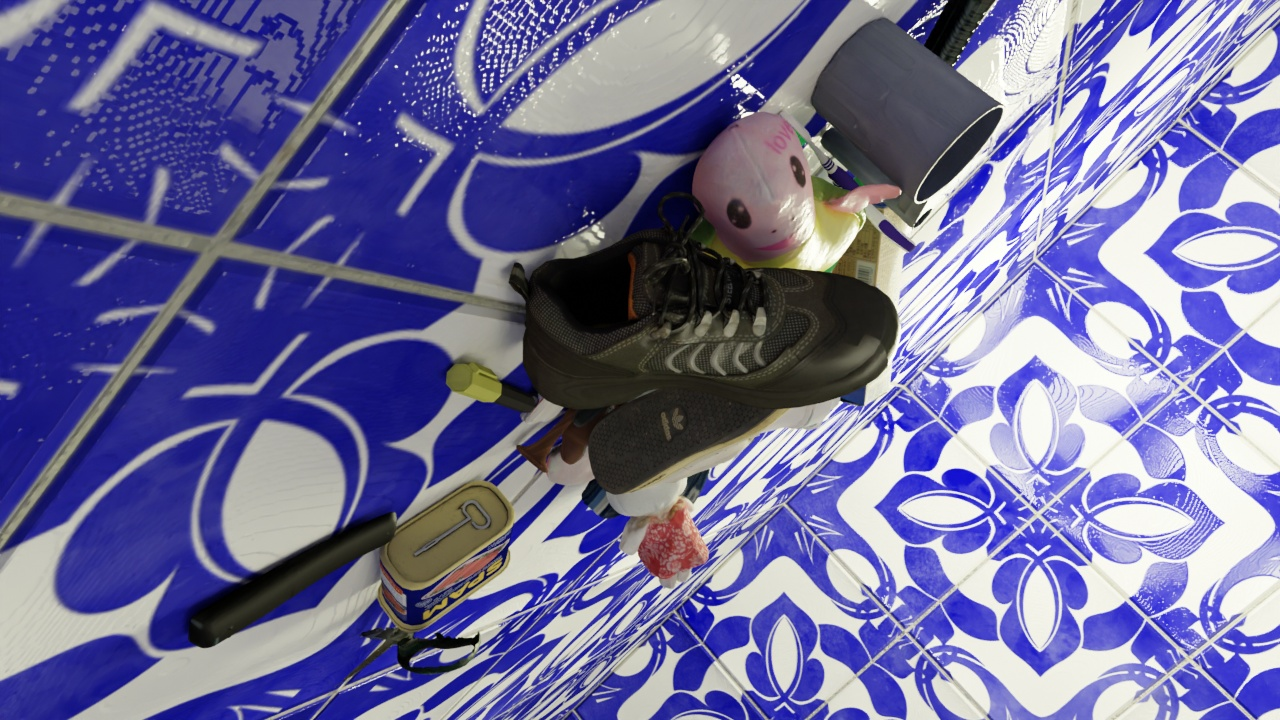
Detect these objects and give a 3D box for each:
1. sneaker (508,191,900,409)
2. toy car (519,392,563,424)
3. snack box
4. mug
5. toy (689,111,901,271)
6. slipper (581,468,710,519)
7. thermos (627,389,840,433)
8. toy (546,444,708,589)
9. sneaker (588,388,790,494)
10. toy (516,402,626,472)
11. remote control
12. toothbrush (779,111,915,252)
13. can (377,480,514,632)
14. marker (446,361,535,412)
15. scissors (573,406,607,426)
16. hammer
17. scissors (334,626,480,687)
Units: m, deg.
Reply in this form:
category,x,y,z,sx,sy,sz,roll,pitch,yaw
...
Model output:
category,x,y,z,sx,sy,sz,roll,pitch,yaw
sneaker,0.034,-0.045,0.545,0.238,0.100,0.143,-4,145,7
toy car,-0.042,0.011,0.689,0.113,0.039,0.039,-50,162,20
snack box,0.219,-0.060,0.908,0.056,0.057,0.207,-24,123,-42
mug,0.183,-0.166,0.659,0.083,0.104,0.124,-37,162,-20
toy,0.092,-0.092,0.664,0.190,0.087,0.238,-23,160,13
slipper,0.038,0.118,1.029,0.105,0.095,0.252,-50,164,28
thermos,0.086,0.035,0.861,0.220,0.099,0.100,-13,151,-23
toy,0.008,0.133,0.891,0.158,0.194,0.084,-34,-162,-31
sneaker,0.069,0.035,0.707,0.102,0.088,0.242,10,143,-46
toy,-0.051,0.055,0.774,0.101,0.041,0.055,-48,141,-12
remote control,-0.232,0.148,0.628,0.151,0.020,0.041,-29,159,-42
toothbrush,0.156,-0.128,0.687,0.016,0.015,0.186,-46,129,14
can,-0.159,0.160,0.755,0.116,0.056,0.092,-33,159,-30
marker,-0.097,0.020,0.627,0.021,0.017,0.124,-43,164,2
scissors,-0.004,0.004,0.745,0.125,0.019,0.155,-42,-177,18
hammer,0.192,-0.154,0.756,0.032,0.130,0.320,14,127,-14
scissors,-0.169,0.219,0.800,0.202,0.015,0.201,-13,-162,43
